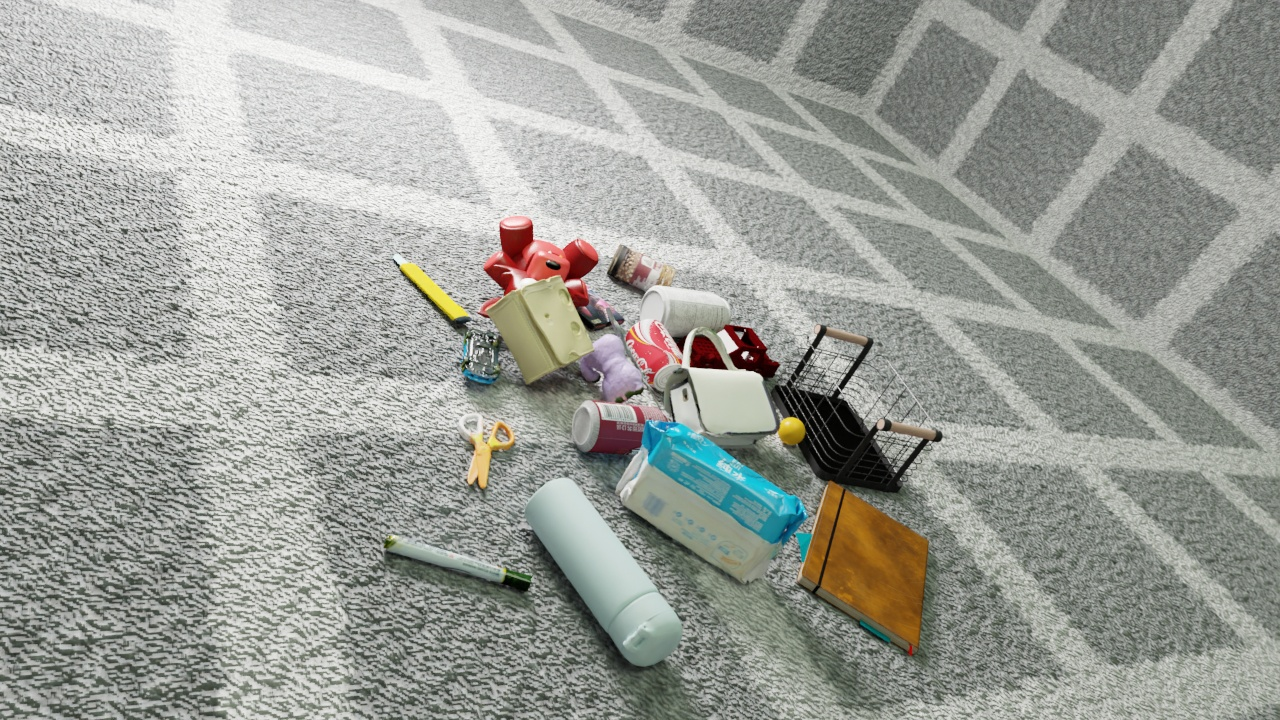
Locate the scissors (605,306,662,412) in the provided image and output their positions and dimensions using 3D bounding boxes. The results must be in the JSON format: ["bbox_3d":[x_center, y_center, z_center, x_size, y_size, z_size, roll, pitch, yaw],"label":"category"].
[{"bbox_3d":[-0.008,0.004,1.257,0.172,0.014,0.141,65,-8,-16],"label":"scissors"}]

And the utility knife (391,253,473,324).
[{"bbox_3d":[-0.290,-0.101,1.264,0.175,0.017,0.030,44,28,26],"label":"utility knife"}]

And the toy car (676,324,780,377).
[{"bbox_3d":[0.144,-0.014,1.444,0.169,0.062,0.070,6,36,-34],"label":"toy car"}]

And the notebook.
[{"bbox_3d":[0.285,0.257,1.180,0.178,0.014,0.248,32,29,5],"label":"notebook"}]

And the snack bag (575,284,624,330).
[{"bbox_3d":[-0.099,-0.098,1.421,0.155,0.018,0.074,40,32,25],"label":"snack bag"}]

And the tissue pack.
[{"bbox_3d":[0.075,0.160,1.056,0.209,0.117,0.065,31,24,5],"label":"tissue pack"}]

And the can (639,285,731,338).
[{"bbox_3d":[0.072,-0.074,1.463,0.136,0.078,0.078,4,37,-36],"label":"can"}]

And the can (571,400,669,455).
[{"bbox_3d":[-0.024,0.085,1.143,0.114,0.063,0.063,8,35,-32],"label":"can"}]

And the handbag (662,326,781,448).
[{"bbox_3d":[0.101,0.037,1.282,0.151,0.074,0.176,2,64,-39],"label":"handbag"}]

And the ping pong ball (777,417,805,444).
[{"bbox_3d":[0.221,0.104,1.344,0.040,0.040,0.040,21,30,-13],"label":"ping pong ball"}]

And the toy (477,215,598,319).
[{"bbox_3d":[-0.144,-0.108,1.307,0.158,0.121,0.196,22,38,-17],"label":"toy"}]

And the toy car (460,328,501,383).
[{"bbox_3d":[-0.204,-0.002,1.162,0.048,0.032,0.105,17,29,-20],"label":"toy car"}]

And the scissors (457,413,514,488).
[{"bbox_3d":[-0.185,0.101,1.036,0.073,0.013,0.131,23,28,-7],"label":"scissors"}]

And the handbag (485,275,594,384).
[{"bbox_3d":[-0.126,-0.045,1.197,0.110,0.081,0.119,-28,90,-48],"label":"handbag"}]

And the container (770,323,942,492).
[{"bbox_3d":[0.324,0.073,1.387,0.162,0.130,0.241,12,33,-26],"label":"container"}]

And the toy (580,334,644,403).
[{"bbox_3d":[-0.040,0.018,1.235,0.036,0.080,0.099,9,50,-56],"label":"toy"}]

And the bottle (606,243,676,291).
[{"bbox_3d":[0.002,-0.150,1.545,0.105,0.056,0.056,24,29,-6],"label":"bottle"}]

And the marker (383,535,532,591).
[{"bbox_3d":[-0.175,0.196,0.888,0.146,0.017,0.017,21,30,-13],"label":"marker"}]

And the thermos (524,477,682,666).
[{"bbox_3d":[-0.038,0.213,0.928,0.207,0.065,0.078,47,8,31],"label":"thermos"}]

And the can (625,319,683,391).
[{"bbox_3d":[0.023,-0.008,1.330,0.064,0.064,0.104,7,35,-33],"label":"can"}]
